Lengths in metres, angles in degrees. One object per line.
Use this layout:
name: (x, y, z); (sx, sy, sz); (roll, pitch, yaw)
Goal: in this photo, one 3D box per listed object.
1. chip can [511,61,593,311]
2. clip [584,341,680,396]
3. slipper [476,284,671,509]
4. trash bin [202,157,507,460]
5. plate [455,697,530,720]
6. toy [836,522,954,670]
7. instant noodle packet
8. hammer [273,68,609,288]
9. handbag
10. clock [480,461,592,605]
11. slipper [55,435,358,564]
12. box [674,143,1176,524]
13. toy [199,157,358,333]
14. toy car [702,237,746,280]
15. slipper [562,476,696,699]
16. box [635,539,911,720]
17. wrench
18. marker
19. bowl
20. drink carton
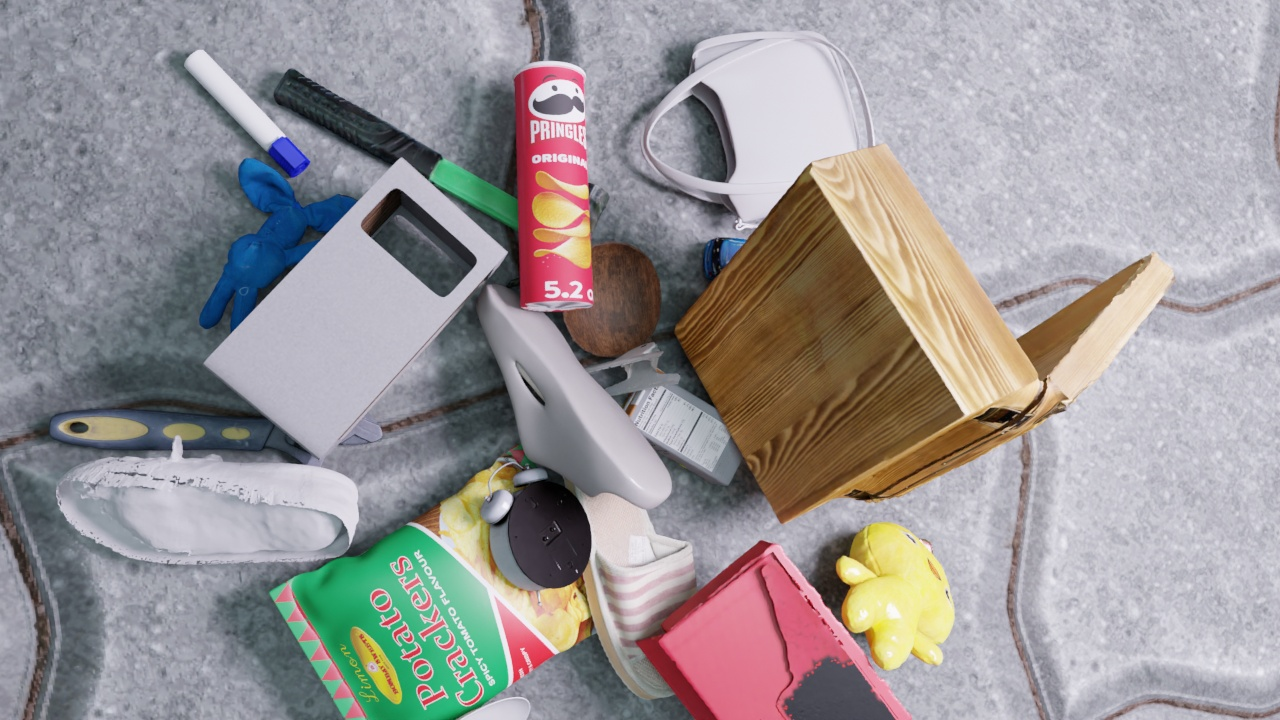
chip can: (-0.081, -0.159, 0.856); (0.069, 0.069, 0.220); (-1, 86, -16)
clip: (-0.005, 0.005, 0.887); (0.057, 0.102, 0.052); (10, 73, -50)
slipper: (-0.081, 0.045, 0.843); (0.081, 0.112, 0.266); (-44, 72, 13)
trash bin: (-0.237, -0.042, 0.789); (0.114, 0.114, 0.228); (42, 80, -9)
plate: (-0.159, 0.341, 0.817); (0.134, 0.135, 0.011); (-33, 58, -15)
toy: (0.250, 0.233, 0.910); (0.092, 0.207, 0.134); (-39, 81, 22)
instant noodle packet: (-0.166, 0.222, 0.828); (0.252, 0.090, 0.195); (-30, 97, -22)
hammer: (-0.195, -0.181, 0.880); (0.318, 0.032, 0.130); (29, 80, -11)
handbag: (0.112, -0.227, 0.938); (0.222, 0.096, 0.215); (-15, 88, -11)
clock: (-0.095, 0.148, 0.818); (0.094, 0.035, 0.122); (-37, 100, -48)
slipper: (-0.366, 0.119, 0.784); (0.247, 0.074, 0.112); (4, 108, -5)
box: (0.274, -0.016, 0.856); (0.333, 0.280, 0.286); (-17, 72, -31)
toy: (-0.333, -0.103, 0.816); (0.113, 0.071, 0.176); (30, 68, -5)
toy car: (0.125, -0.098, 0.955); (0.120, 0.044, 0.056); (8, 81, -17)
slipper: (-0.001, 0.193, 0.881); (0.114, 0.052, 0.263); (-16, 87, -45)
box: (0.116, 0.295, 0.872); (0.164, 0.153, 0.213); (-38, 90, -8)
wrench: (-0.372, 0.063, 0.819); (0.273, 0.022, 0.073); (4, 86, -16)
marker: (-0.359, -0.226, 0.839); (0.133, 0.027, 0.023); (47, 72, -8)
bowl: (-0.031, -0.061, 0.914); (0.102, 0.026, 0.114); (-4, 99, -17)
drink carton: (0.043, 0.068, 0.919); (0.125, 0.048, 0.076); (31, 79, -11)
